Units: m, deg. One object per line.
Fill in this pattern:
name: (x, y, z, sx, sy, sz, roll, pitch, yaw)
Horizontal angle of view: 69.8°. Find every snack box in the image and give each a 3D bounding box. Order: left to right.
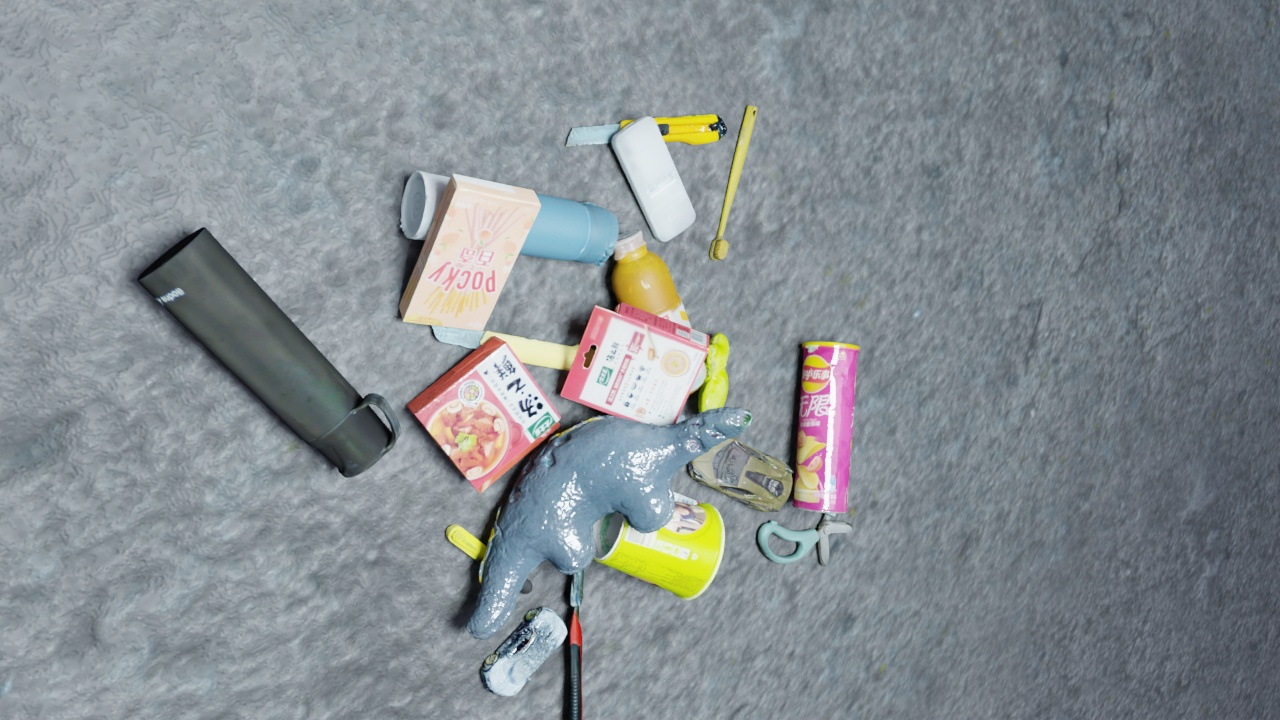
snack box: (-0.161, -0.096, 0.856, 0.084, 0.026, 0.158, 5, 130, -34)
snack box: (-0.148, 0.060, 0.917, 0.113, 0.044, 0.127, -41, 116, -14)
snack box: (-0.006, 0.006, 0.972, 0.127, 0.044, 0.113, 21, 114, -5)

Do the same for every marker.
marker: (-0.155, 0.209, 0.956, 0.018, 0.015, 0.124, -51, 121, -13)
marker: (0.016, 0.152, 1.064, 0.145, 0.017, 0.017, 26, 81, -34)

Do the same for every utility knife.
utility knife: (-0.122, -0.013, 0.951, 0.204, 0.021, 0.031, 12, 85, -41)
utility knife: (0.012, -0.251, 1.015, 0.215, 0.015, 0.033, -13, 100, -32)

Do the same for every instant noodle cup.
instant noodle cup: (0.011, 0.197, 1.019, 0.123, 0.112, 0.111, 21, 83, -25)

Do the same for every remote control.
remote control: (0.015, -0.199, 1.012, 0.055, 0.020, 0.136, -38, 121, -17)

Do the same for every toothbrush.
toothbrush: (0.113, -0.210, 1.088, 0.015, 0.017, 0.190, 16, 86, -35)

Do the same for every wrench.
wrench: (-0.071, 0.326, 1.012, 0.016, 0.056, 0.273, 2, 101, 4)

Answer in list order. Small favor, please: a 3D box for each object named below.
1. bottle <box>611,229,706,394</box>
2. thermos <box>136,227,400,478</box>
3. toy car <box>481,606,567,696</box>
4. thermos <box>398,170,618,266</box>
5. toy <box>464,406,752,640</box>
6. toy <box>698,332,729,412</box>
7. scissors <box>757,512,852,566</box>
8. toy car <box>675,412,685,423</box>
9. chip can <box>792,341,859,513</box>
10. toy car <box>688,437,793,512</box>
bottle: (0.015, -0.051, 1.009, 0.067, 0.068, 0.189, -32, 112, -27)
thermos: (-0.305, -0.005, 0.789, 0.242, 0.090, 0.068, 52, 25, -27)
toy car: (-0.123, 0.313, 0.981, 0.105, 0.031, 0.049, -45, 117, -21)
thermos: (-0.123, -0.138, 0.910, 0.220, 0.070, 0.070, 4, 93, -35)
toy: (-0.050, 0.134, 0.942, 0.356, 0.138, 0.091, -35, 150, -2)
toy: (0.087, 0.023, 1.077, 0.096, 0.031, 0.100, -55, 149, -56)
scissors: (0.219, 0.196, 1.207, 0.169, 0.019, 0.171, -6, 100, -35)
toy car: (0.004, 0.085, 1.038, 0.120, 0.037, 0.054, -10, 101, -36)
chip can: (0.234, 0.084, 1.159, 0.071, 0.071, 0.210, 6, 86, -35)
toy car: (0.124, 0.138, 1.123, 0.158, 0.042, 0.070, 25, 81, -31)
